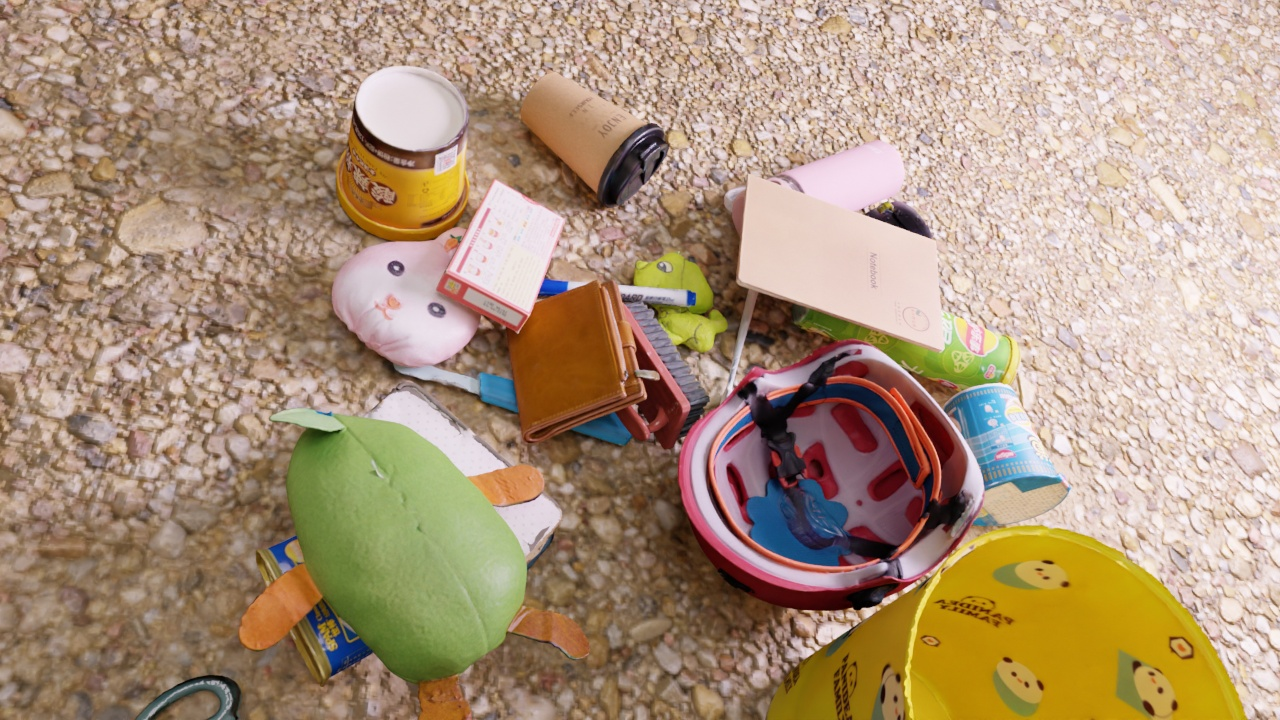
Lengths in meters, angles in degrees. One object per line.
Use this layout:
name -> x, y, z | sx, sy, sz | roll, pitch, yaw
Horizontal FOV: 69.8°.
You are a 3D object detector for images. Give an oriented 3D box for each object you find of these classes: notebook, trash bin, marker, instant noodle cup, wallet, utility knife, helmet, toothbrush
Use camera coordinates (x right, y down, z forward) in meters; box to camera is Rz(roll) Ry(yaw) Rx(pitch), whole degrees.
notebook -> 0.192, -0.095, 0.871 | 0.207, 0.008, 0.147 | 18, 52, -10
trash bin -> 0.216, 0.259, 0.620 | 0.229, 0.256, 0.229 | 8, 61, -15
marker -> -0.022, -0.062, 0.838 | 0.146, 0.017, 0.016 | 4, 60, -2
instant noodle cup -> 0.333, 0.085, 0.860 | 0.099, 0.099, 0.109 | 7, 52, -16
instant noodle cup -> -0.204, -0.183, 0.804 | 0.118, 0.115, 0.118 | 8, 61, -15
wallet -> -0.052, -0.007, 0.761 | 0.119, 0.035, 0.130 | -19, 52, 6
utility knife -> -0.105, 0.030, 0.778 | 0.218, 0.018, 0.034 | 17, 46, -9
helmet -> 0.140, 0.113, 0.743 | 0.239, 0.144, 0.207 | -21, 55, -18
toothbrush -> 0.101, -0.023, 0.881 | 0.016, 0.016, 0.179 | 25, 57, -14

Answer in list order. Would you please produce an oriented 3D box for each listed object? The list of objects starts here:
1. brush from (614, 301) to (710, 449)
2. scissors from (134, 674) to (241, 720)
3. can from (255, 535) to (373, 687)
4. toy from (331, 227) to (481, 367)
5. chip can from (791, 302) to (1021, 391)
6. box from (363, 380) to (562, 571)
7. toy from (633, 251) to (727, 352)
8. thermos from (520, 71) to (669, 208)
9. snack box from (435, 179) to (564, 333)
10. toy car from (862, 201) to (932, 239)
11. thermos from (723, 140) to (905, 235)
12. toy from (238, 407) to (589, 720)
brush -> -0.005, 0.005, 0.793 | 0.069, 0.063, 0.145 | -15, 56, -26
scissors -> -0.284, 0.294, 0.570 | 0.143, 0.019, 0.179 | 27, 56, -4
can -> -0.209, 0.162, 0.647 | 0.083, 0.057, 0.102 | -25, 73, -31
toy -> -0.180, -0.061, 0.785 | 0.121, 0.054, 0.159 | 44, 50, 7
chip can -> 0.258, -0.029, 0.904 | 0.221, 0.073, 0.072 | 22, 57, -6
box -> -0.142, 0.105, 0.701 | 0.184, 0.061, 0.089 | 42, 58, 4
toy -> 0.038, -0.056, 0.868 | 0.096, 0.031, 0.100 | 13, 64, -12
thermos -> -0.045, -0.218, 0.897 | 0.143, 0.093, 0.092 | 40, 57, 13
snack box -> -0.118, -0.095, 0.804 | 0.077, 0.027, 0.155 | 28, 38, -13
toy car -> 0.243, -0.121, 0.967 | 0.157, 0.042, 0.070 | -23, 72, -27
thermos -> 0.181, -0.180, 0.971 | 0.198, 0.067, 0.087 | -24, 40, -27
toy -> -0.148, 0.128, 0.604 | 0.226, 0.090, 0.246 | -25, 69, -41
